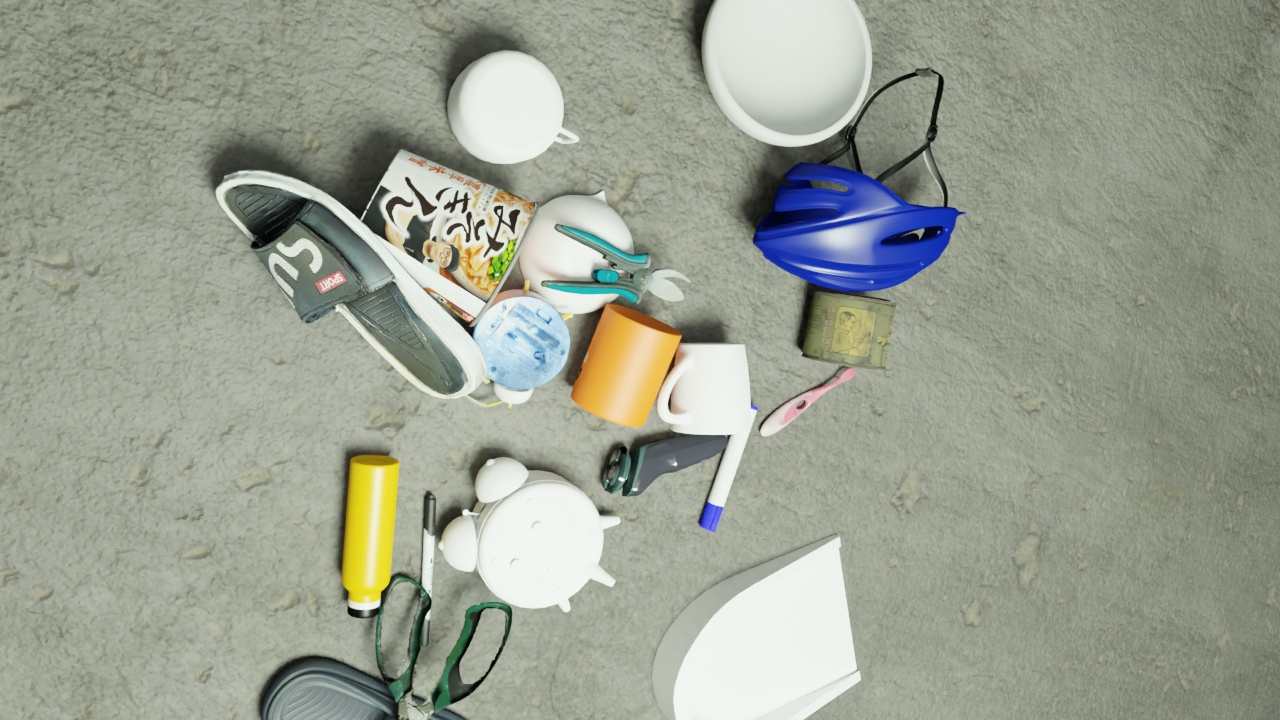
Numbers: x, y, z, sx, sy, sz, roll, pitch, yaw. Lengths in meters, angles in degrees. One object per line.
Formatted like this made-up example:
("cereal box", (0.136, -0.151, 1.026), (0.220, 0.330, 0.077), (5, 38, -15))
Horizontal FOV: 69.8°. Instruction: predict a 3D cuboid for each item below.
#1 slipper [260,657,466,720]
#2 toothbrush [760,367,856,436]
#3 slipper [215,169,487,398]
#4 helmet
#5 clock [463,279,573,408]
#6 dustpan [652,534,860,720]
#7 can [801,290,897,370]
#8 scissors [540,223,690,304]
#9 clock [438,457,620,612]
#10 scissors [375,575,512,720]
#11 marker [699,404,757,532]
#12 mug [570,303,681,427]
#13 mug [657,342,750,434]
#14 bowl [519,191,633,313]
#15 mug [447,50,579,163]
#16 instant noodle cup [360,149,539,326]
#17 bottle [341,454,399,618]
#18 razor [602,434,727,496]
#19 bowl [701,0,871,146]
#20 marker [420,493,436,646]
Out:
("slipper", (-0.227, 0.373, 0.856), (0.268, 0.083, 0.110), (42, 79, -22))
("toothbrush", (0.185, 0.044, 1.020), (0.135, 0.016, 0.021), (-33, 110, -13))
("slipper", (-0.241, -0.050, 0.761), (0.264, 0.111, 0.062), (46, 46, -27))
("helmet", (0.226, -0.182, 0.923), (0.241, 0.148, 0.228), (0, 103, -24))
("clock", (-0.122, -0.010, 0.848), (0.089, 0.052, 0.125), (38, 97, -22))
("dustpan", (0.141, 0.333, 1.026), (0.257, 0.053, 0.191), (-17, 105, -21))
("can", (0.223, -0.034, 0.981), (0.089, 0.090, 0.074), (6, 96, -25))
("scissors", (-0.027, -0.082, 0.844), (0.154, 0.019, 0.126), (-32, 112, -18))
("clock", (-0.101, 0.172, 0.881), (0.161, 0.073, 0.125), (32, 85, -25))
("scissors", (-0.217, 0.294, 0.836), (0.137, 0.015, 0.209), (28, 71, 5))
("marker", (0.095, 0.114, 0.988), (0.020, 0.020, 0.141), (19, 91, -25))
("mug", (-0.005, 0.005, 0.895), (0.112, 0.078, 0.096), (5, 110, -59))
("mug", (0.059, 0.027, 0.918), (0.114, 0.081, 0.087), (-3, 94, -44))
("bowl", (-0.053, -0.099, 0.869), (0.114, 0.051, 0.115), (-4, 100, -23))
("mug", (-0.110, -0.218, 0.814), (0.115, 0.068, 0.094), (21, 90, -25))
("instant noodle cup", (-0.170, -0.112, 0.785), (0.121, 0.124, 0.123), (29, 86, -16))
("bottle", (-0.246, 0.160, 0.831), (0.043, 0.043, 0.144), (3, 97, -25))
("razor", (0.027, 0.103, 0.946), (0.142, 0.047, 0.052), (-13, 79, -24))
("bowl", (0.136, -0.296, 0.906), (0.176, 0.066, 0.176), (0, 91, -18))
("marker", (-0.203, 0.200, 0.875), (0.011, 0.011, 0.152), (1, 99, -24))
